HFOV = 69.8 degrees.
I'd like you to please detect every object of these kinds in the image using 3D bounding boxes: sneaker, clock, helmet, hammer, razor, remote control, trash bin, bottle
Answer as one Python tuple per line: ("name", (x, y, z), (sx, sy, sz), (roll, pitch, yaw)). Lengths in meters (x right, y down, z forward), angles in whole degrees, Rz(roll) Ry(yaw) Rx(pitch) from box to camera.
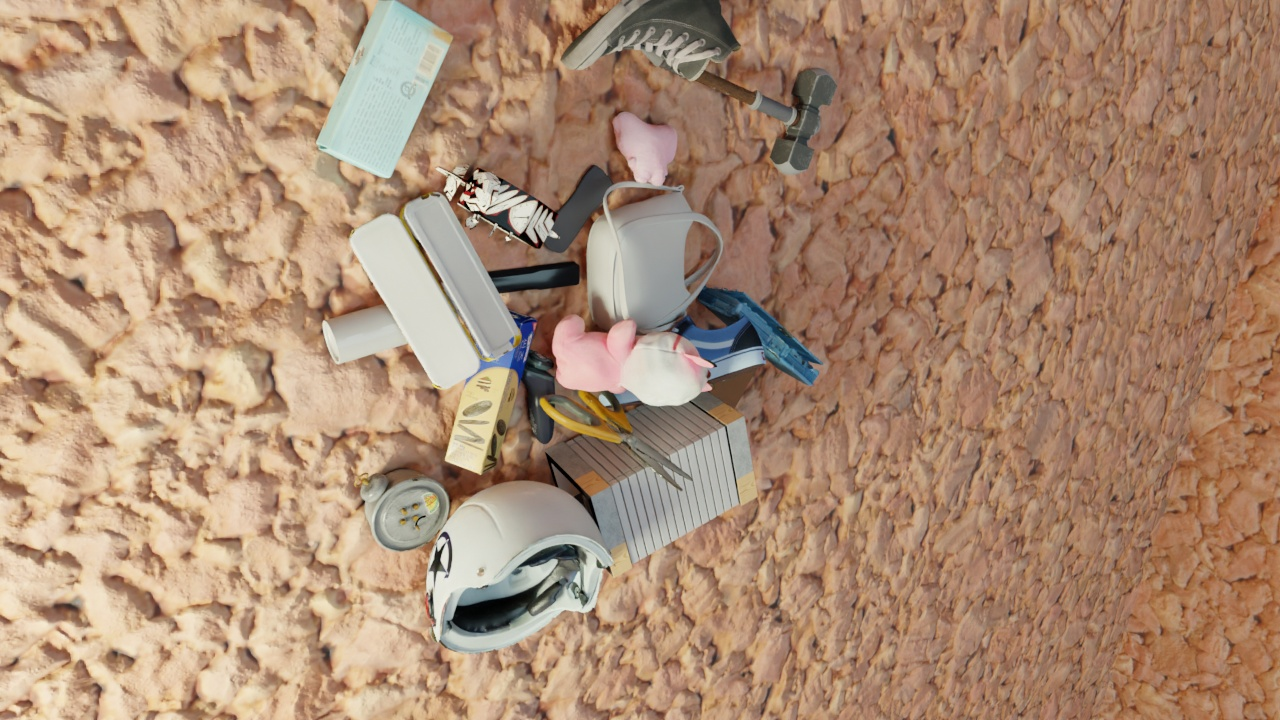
("sneaker", (0.016, -0.383, 1.109), (0.234, 0.095, 0.120), (-37, 104, -28))
("clock", (-0.173, -0.177, 1.060), (0.154, 0.115, 0.065), (28, 91, -37))
("helmet", (-0.175, 0.261, 1.203), (0.236, 0.163, 0.265), (-2, 138, -33))
("hammer", (0.128, -0.367, 1.249), (0.321, 0.043, 0.156), (11, 102, -36))
("razor", (-0.137, 0.050, 1.229), (0.052, 0.047, 0.143), (-20, 123, -31))
("remote control", (-0.140, -0.104, 1.178), (0.136, 0.015, 0.032), (-11, 115, -32))
("clock", (-0.304, 0.181, 1.153), (0.104, 0.056, 0.148), (-50, 131, -8))
("sneaker", (0.050, -0.004, 1.294), (0.241, 0.083, 0.098), (-19, 81, 9))
("trash bin", (0.018, 0.161, 1.309), (0.246, 0.142, 0.142), (-25, 122, -21))
("remote control", (-0.083, -0.194, 1.185), (0.124, 0.009, 0.046), (-53, 129, -6))
("bottle", (-0.270, -0.049, 1.083), (0.194, 0.052, 0.052), (-20, 119, -28))

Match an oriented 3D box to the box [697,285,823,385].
("box", (0.185, -0.042, 1.388), (0.231, 0.093, 0.048), (36, 89, -39))

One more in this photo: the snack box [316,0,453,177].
("snack box", (-0.274, -0.290, 0.981), (0.075, 0.053, 0.174), (22, 94, -40))

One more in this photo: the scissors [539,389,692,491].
("scissors", (-0.034, 0.098, 1.196), (0.161, 0.225, 0.016), (-11, 138, -49))

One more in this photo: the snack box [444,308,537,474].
("snack box", (-0.190, 0.037, 1.161), (0.057, 0.056, 0.207), (-21, 129, -72))

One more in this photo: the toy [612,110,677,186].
("toy", (0.010, -0.272, 1.188), (0.102, 0.050, 0.093), (1, 81, -38))

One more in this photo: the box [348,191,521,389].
("box", (-0.233, -0.082, 1.061), (0.129, 0.039, 0.209), (-33, 102, -25))

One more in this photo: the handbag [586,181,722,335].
("handbag", (0.035, -0.142, 1.241), (0.222, 0.096, 0.216), (-21, 125, -34))

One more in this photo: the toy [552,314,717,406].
("toy", (-0.007, 0.007, 1.189), (0.142, 0.213, 0.084), (90, 10, -60))

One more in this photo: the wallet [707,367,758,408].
("wallet", (0.130, 0.017, 1.423), (0.121, 0.013, 0.087), (29, 90, -40))
